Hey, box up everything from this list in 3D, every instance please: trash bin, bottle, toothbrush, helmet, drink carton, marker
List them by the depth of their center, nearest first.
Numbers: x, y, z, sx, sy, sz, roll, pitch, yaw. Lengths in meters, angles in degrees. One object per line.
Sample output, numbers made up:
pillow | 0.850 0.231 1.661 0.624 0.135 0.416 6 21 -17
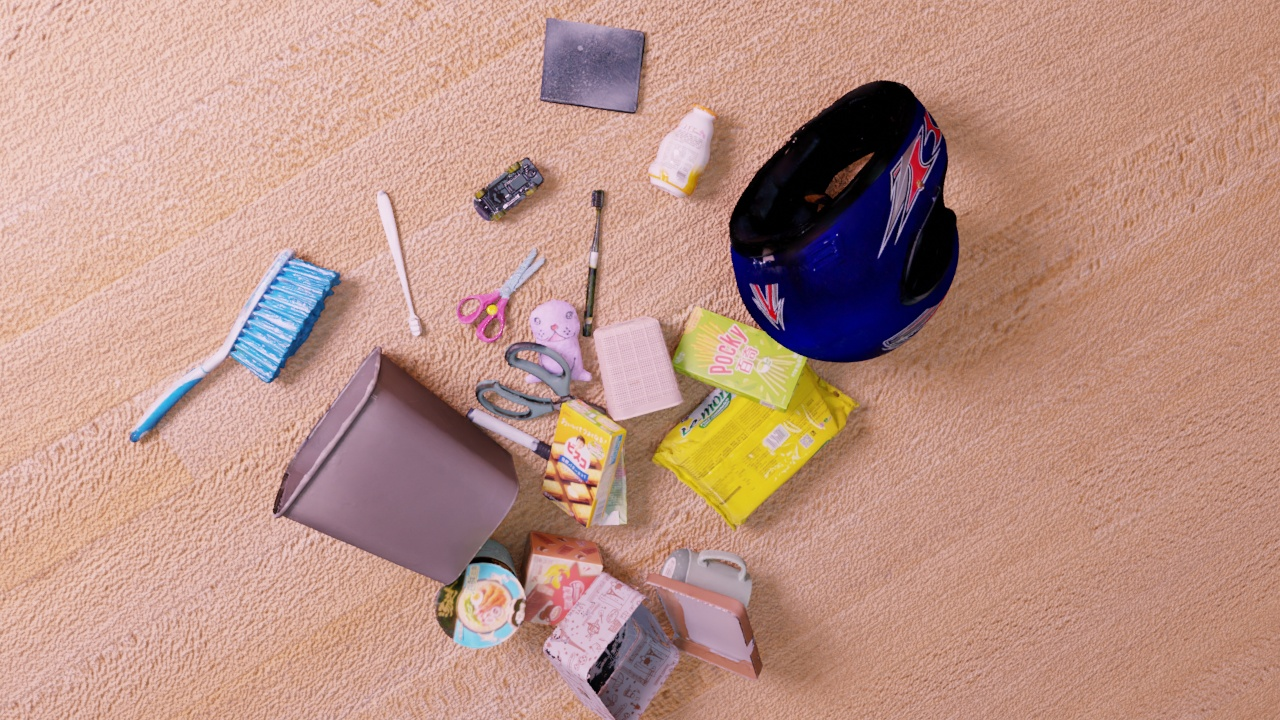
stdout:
trash bin | -0.280 0.133 1.086 0.219 0.199 0.199 37 95 -21
helmet | 0.258 -0.142 1.086 0.314 0.248 0.240 -52 121 -19
toothbrush | -0.293 -0.116 1.113 0.016 0.016 0.180 -13 103 -8
bottle | 0.055 -0.255 1.114 0.063 0.063 0.108 25 97 -13
toothbrush | -0.061 -0.120 1.148 0.012 0.017 0.186 12 103 28
marker | -0.164 0.096 1.178 0.130 0.018 0.023 27 105 -14
drink carton | -0.042 0.149 1.189 0.045 0.053 0.122 -3 102 -7

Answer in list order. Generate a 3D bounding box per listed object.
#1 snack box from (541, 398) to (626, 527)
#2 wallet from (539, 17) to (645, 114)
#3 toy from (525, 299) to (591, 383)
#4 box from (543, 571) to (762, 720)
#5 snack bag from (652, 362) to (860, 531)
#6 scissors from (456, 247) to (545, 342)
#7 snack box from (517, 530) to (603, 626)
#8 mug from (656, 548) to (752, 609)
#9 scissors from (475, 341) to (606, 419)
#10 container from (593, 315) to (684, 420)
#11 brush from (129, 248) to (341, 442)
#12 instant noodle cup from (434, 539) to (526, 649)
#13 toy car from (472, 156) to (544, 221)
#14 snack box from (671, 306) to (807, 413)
snack box | -0.073 0.129 1.149 0.033 0.087 0.141 -13 127 -50
wallet | -0.057 -0.353 1.100 0.120 0.019 0.097 5 100 -11
toy | -0.107 -0.024 1.149 0.084 0.039 0.108 -5 107 -3
box | 0.015 0.379 1.144 0.157 0.218 0.181 -58 145 -33
snack bag | 0.155 0.096 1.202 0.246 0.068 0.158 -44 105 1
scissors | -0.174 -0.091 1.140 0.072 0.017 0.137 35 90 -4
snack box | -0.107 0.286 1.195 0.094 0.077 0.093 12 99 -12
mug | 0.089 0.293 1.217 0.106 0.082 0.112 25 120 -9
scissors | -0.111 0.032 1.146 0.179 0.019 0.162 14 127 -15
container | -0.007 0.007 1.144 0.090 0.090 0.111 -15 97 -6
brush | -0.483 -0.002 1.093 0.109 0.060 0.315 34 97 -8
instant noodle cup | -0.199 0.285 1.159 0.111 0.120 0.111 -1 101 -7
toy car | -0.160 -0.204 1.106 0.090 0.035 0.042 -36 103 6
snack box | 0.125 -0.001 1.154 0.156 0.026 0.085 22 78 13
